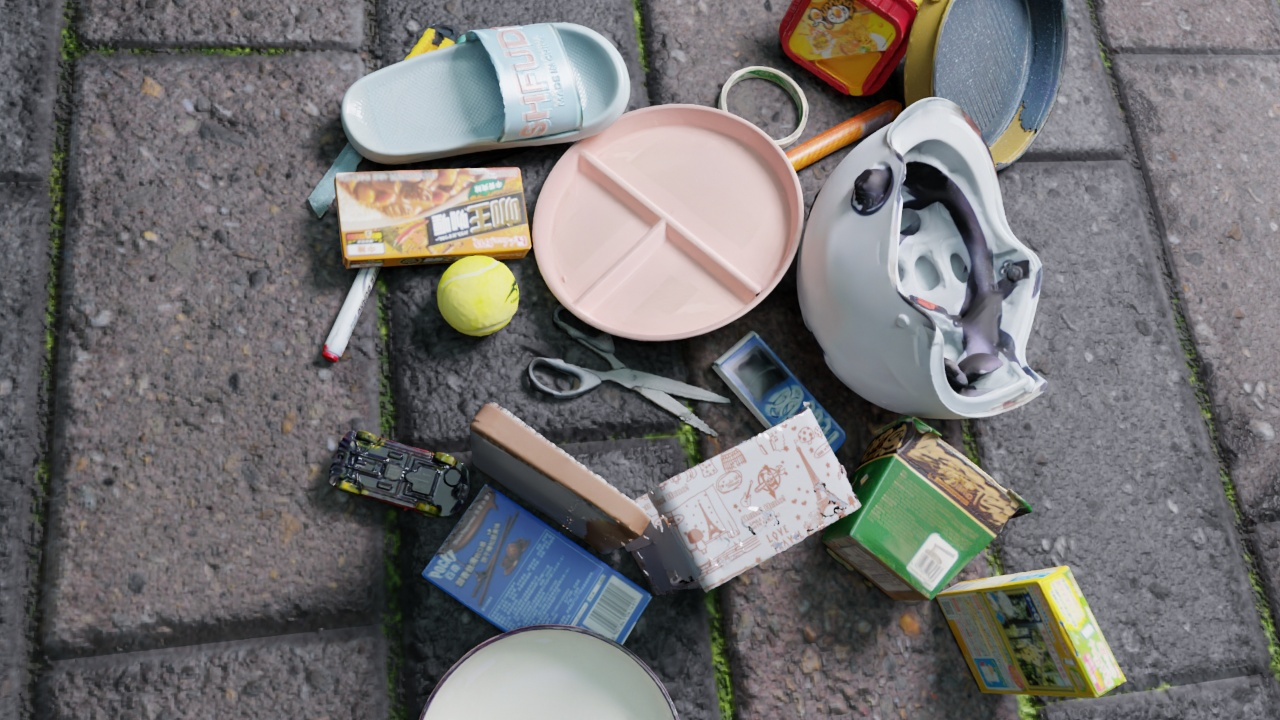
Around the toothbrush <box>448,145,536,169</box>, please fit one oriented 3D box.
[{"bbox_3d":[-0.166,-0.165,0.801,0.188,0.014,0.016,-27,72,-16],"label":"toothbrush"}]

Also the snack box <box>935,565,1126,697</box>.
[{"bbox_3d":[0.292,0.209,0.702,0.033,0.141,0.087,-20,78,-18],"label":"snack box"}]

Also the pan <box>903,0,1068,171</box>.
[{"bbox_3d":[0.287,-0.314,0.782,0.197,0.078,0.357,-53,129,-10],"label":"pan"}]

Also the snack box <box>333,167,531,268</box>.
[{"bbox_3d":[-0.172,-0.120,0.766,0.153,0.026,0.075,-6,80,-20],"label":"snack box"}]

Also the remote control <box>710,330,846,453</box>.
[{"bbox_3d":[0.118,0.035,0.785,0.049,0.024,0.125,-39,84,-18],"label":"remote control"}]

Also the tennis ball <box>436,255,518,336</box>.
[{"bbox_3d":[-0.132,-0.053,0.746,0.065,0.066,0.065,3,73,-9],"label":"tennis ball"}]

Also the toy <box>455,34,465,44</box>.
[{"bbox_3d":[-0.129,-0.262,0.829,0.092,0.030,0.096,29,70,-5],"label":"toy"}]

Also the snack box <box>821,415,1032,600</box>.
[{"bbox_3d":[0.215,0.127,0.729,0.118,0.118,0.105,38,75,5],"label":"snack box"}]

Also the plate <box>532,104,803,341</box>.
[{"bbox_3d":[0.022,-0.117,0.779,0.230,0.028,0.229,-4,67,9],"label":"plate"}]

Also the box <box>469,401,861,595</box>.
[{"bbox_3d":[0.005,0.101,0.665,0.269,0.180,0.136,6,74,-9],"label":"box"}]

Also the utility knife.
[{"bbox_3d":[-0.224,-0.215,0.804,0.033,0.015,0.222,28,71,2],"label":"utility knife"}]

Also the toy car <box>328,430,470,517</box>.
[{"bbox_3d":[-0.185,0.090,0.711,0.106,0.031,0.049,15,72,-4],"label":"toy car"}]

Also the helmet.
[{"bbox_3d":[0.216,-0.071,0.759,0.228,0.146,0.258,14,67,-41],"label":"helmet"}]

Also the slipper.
[{"bbox_3d":[-0.131,-0.229,0.771,0.245,0.074,0.104,-14,88,-6],"label":"slipper"}]

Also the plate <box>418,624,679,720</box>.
[{"bbox_3d":[-0.065,0.283,0.656,0.192,0.039,0.192,0,86,-2],"label":"plate"}]

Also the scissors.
[{"bbox_3d":[-0.014,0.016,0.776,0.164,0.014,0.164,-23,81,-18],"label":"scissors"}]

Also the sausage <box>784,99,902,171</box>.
[{"bbox_3d":[0.188,-0.212,0.873,0.165,0.021,0.021,-29,80,-17],"label":"sausage"}]

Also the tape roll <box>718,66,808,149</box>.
[{"bbox_3d":[0.117,-0.239,0.873,0.085,0.014,0.085,3,73,-9],"label":"tape roll"}]

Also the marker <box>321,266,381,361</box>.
[{"bbox_3d":[-0.228,-0.066,0.758,0.017,0.017,0.145,20,71,-4],"label":"marker"}]

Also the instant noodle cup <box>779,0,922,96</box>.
[{"bbox_3d":[0.213,-0.338,0.874,0.116,0.116,0.123,34,59,1],"label":"instant noodle cup"}]

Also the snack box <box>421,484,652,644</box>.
[{"bbox_3d":[-0.079,0.174,0.707,0.157,0.026,0.084,34,71,1],"label":"snack box"}]
